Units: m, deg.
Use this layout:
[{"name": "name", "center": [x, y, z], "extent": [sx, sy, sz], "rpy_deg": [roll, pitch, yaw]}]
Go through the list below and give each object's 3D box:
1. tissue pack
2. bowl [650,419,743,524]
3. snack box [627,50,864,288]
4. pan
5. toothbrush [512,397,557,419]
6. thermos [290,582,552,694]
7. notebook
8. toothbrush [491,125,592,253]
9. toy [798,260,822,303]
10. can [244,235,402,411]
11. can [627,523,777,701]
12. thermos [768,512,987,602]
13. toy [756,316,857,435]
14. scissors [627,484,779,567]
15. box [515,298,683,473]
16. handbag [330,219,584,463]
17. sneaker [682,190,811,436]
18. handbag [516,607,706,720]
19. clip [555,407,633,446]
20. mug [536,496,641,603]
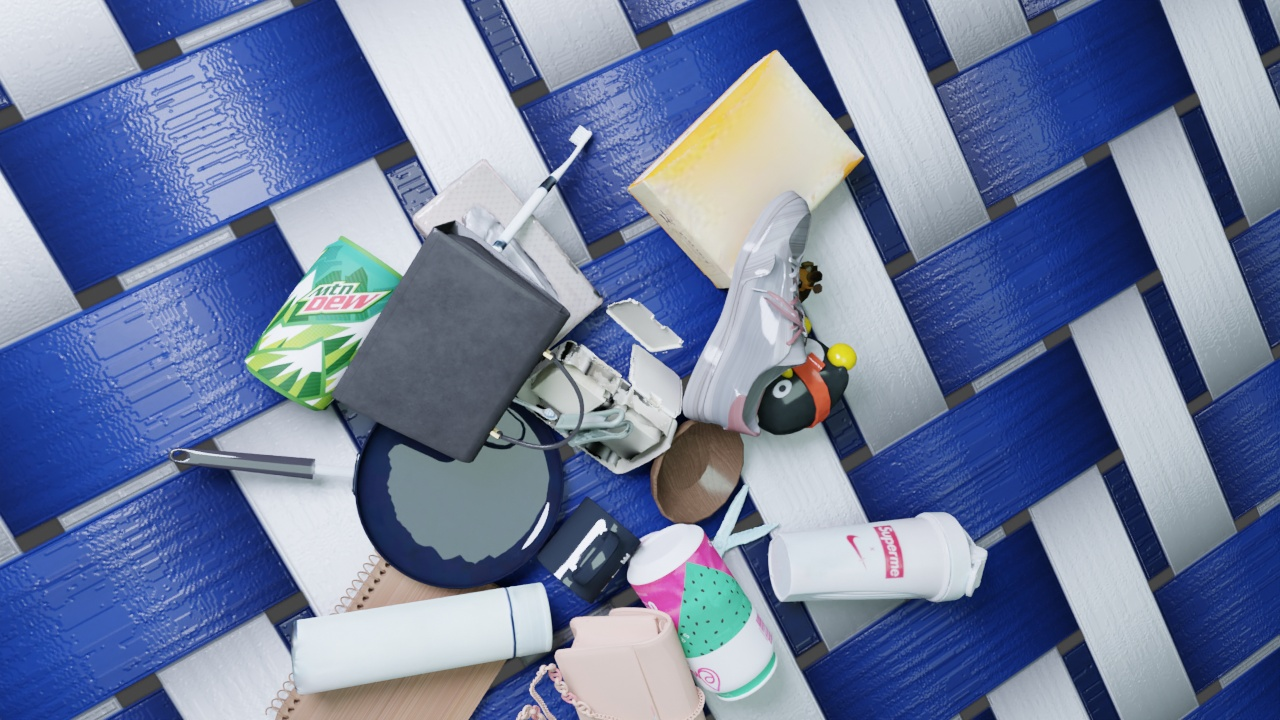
[{"name": "tissue pack", "center": [-0.128, -0.092, 0.879], "extent": [0.103, 0.071, 0.181], "rpy_deg": [-42, 105, -11]}, {"name": "bowl", "center": [0.053, 0.107, 0.935], "extent": [0.117, 0.030, 0.118], "rpy_deg": [-14, 115, -33]}, {"name": "snack box", "center": [0.110, -0.190, 0.926], "extent": [0.195, 0.081, 0.145], "rpy_deg": [-46, 103, -8]}, {"name": "pan", "center": [-0.246, 0.107, 0.860], "extent": [0.356, 0.021, 0.198], "rpy_deg": [8, 82, -19]}, {"name": "toothbrush", "center": [-0.164, 0.018, 0.873], "extent": [0.185, 0.024, 0.022], "rpy_deg": [25, 66, -1]}, {"name": "thermos", "center": [-0.198, 0.255, 0.848], "extent": [0.230, 0.068, 0.068], "rpy_deg": [-6, 93, -15]}, {"name": "notebook", "center": [-0.229, 0.290, 0.887], "extent": [0.169, 0.022, 0.210], "rpy_deg": [35, 84, -14]}, {"name": "toothbrush", "center": [-0.097, -0.161, 0.872], "extent": [0.017, 0.012, 0.186], "rpy_deg": [34, 61, -5]}, {"name": "toy", "center": [0.154, -0.081, 0.933], "extent": [0.076, 0.100, 0.062], "rpy_deg": [-20, 103, -15]}, {"name": "can", "center": [-0.281, -0.034, 0.830], "extent": [0.083, 0.083, 0.144], "rpy_deg": [35, 83, -13]}, {"name": "can", "center": [0.062, 0.249, 0.911], "extent": [0.088, 0.088, 0.166], "rpy_deg": [-35, 100, -11]}, {"name": "thermos", "center": [0.252, 0.215, 0.973], "extent": [0.220, 0.099, 0.099], "rpy_deg": [-2, 92, -11]}, {"name": "toy", "center": [0.150, 0.029, 0.934], "extent": [0.119, 0.100, 0.097], "rpy_deg": [-38, 56, -22]}, {"name": "scissors", "center": [0.061, 0.199, 0.963], "extent": [0.158, 0.014, 0.172], "rpy_deg": [27, 86, -14]}, {"name": "box", "center": [-0.005, 0.005, 0.876], "extent": [0.143, 0.195, 0.100], "rpy_deg": [39, 47, -18]}, {"name": "handbag", "center": [-0.136, 0.007, 0.813], "extent": [0.196, 0.072, 0.176], "rpy_deg": [34, 103, -4]}, {"name": "sneaker", "center": [0.124, -0.035, 0.856], "extent": [0.089, 0.099, 0.236], "rpy_deg": [26, 103, 22]}, {"name": "handbag", "center": [-0.012, 0.353, 0.847], "extent": [0.117, 0.186, 0.199], "rpy_deg": [-9, 114, 20]}, {"name": "clip", "center": [-0.042, 0.062, 0.859], "extent": [0.047, 0.076, 0.023], "rpy_deg": [55, 42, -33]}, {"name": "mug", "center": [-0.047, 0.185, 0.887], "extent": [0.071, 0.105, 0.077], "rpy_deg": [41, 82, -7]}]
